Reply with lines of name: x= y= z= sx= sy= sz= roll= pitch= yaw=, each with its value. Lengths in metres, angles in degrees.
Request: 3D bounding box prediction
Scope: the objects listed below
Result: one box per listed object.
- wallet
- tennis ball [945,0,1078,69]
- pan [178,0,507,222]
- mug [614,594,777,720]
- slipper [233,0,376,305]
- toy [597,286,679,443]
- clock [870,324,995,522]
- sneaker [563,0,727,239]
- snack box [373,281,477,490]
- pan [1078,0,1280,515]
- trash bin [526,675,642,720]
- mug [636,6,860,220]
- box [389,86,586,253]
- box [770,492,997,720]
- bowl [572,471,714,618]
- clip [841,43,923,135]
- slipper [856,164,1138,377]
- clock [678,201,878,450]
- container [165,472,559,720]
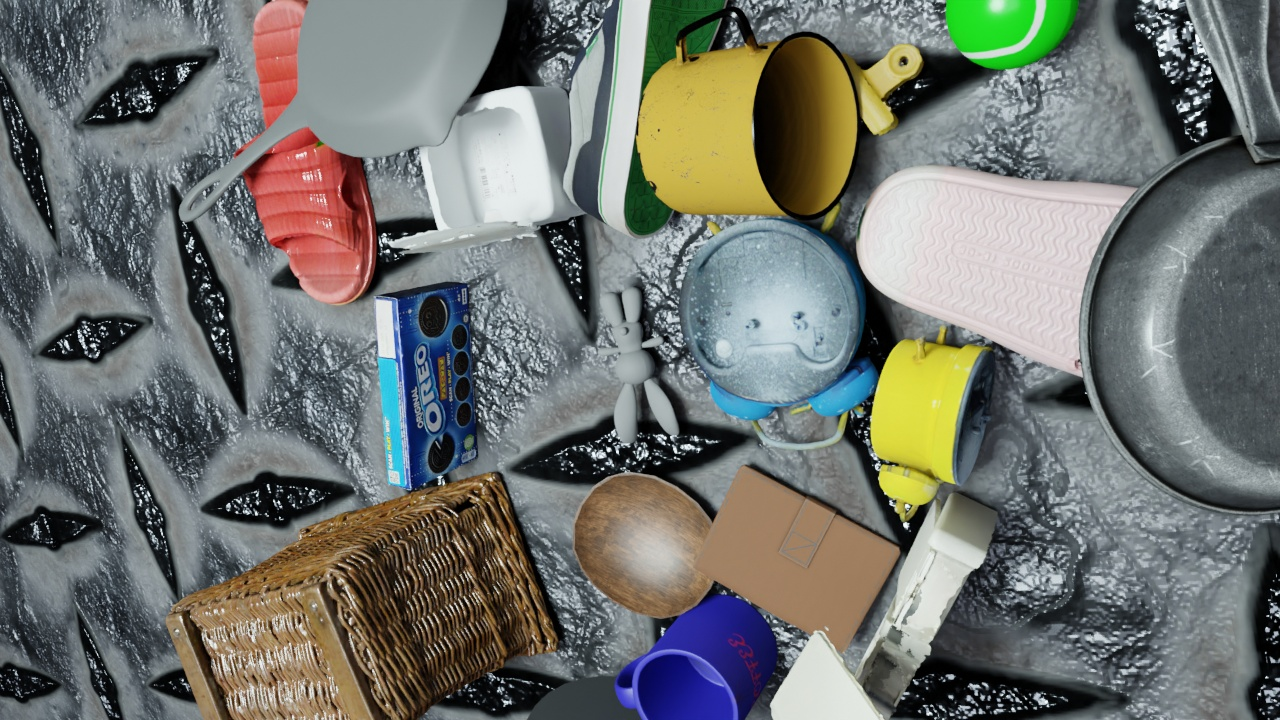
wallet: x=0.106 y=0.136 z=0.637 sx=0.121 sy=0.013 sz=0.087 roll=27 pitch=101 yaw=15
tennis ball: x=0.196 y=-0.188 z=0.485 sx=0.065 sy=0.065 sz=0.065 roll=7 pitch=106 yaw=25
pan: x=-0.227 y=-0.206 z=0.663 sx=0.355 sy=0.024 sz=0.216 roll=-33 pitch=66 yaw=20
mug: x=0.034 y=0.227 z=0.668 sx=0.111 sy=0.083 sz=0.079 roll=-16 pitch=95 yaw=30
slipper: x=-0.279 y=-0.165 z=0.739 sx=0.104 sy=0.059 sz=0.249 roll=-2 pitch=101 yaw=27
toy: x=-0.004 y=0.004 z=0.659 sx=0.049 sy=0.030 sz=0.111 roll=-11 pitch=93 yaw=14
clock: x=0.174 y=0.041 z=0.548 sx=0.057 sy=0.083 sz=0.119 roll=13 pitch=106 yaw=29
sneaker: x=-0.005 y=-0.201 z=0.579 sx=0.079 sy=0.084 sz=0.236 roll=27 pitch=116 yaw=32
snack box: x=-0.166 y=0.018 z=0.716 sx=0.027 sy=0.082 sz=0.150 roll=6 pitch=106 yaw=27
pan: x=0.296 y=-0.100 z=0.440 sx=0.187 sy=0.055 sz=0.357 roll=-7 pitch=95 yaw=-5
trash bin: x=-0.028 y=0.387 z=0.674 sx=0.218 sy=0.217 sz=0.228 roll=26 pitch=110 yaw=19
mug: x=0.056 y=-0.143 z=0.532 sx=0.094 sy=0.100 sz=0.124 roll=10 pitch=139 yaw=45
box: x=-0.115 y=-0.120 z=0.624 sx=0.109 sy=0.136 sz=0.121 roll=-5 pitch=100 yaw=30
box: x=0.138 y=0.153 z=0.535 sx=0.070 sy=0.186 sz=0.144 roll=27 pitch=107 yaw=20
bowl: x=0.006 y=0.135 z=0.688 sx=0.114 sy=0.026 sz=0.102 roll=31 pitch=102 yaw=13
clip: x=0.143 y=-0.166 z=0.546 sx=0.049 sy=0.045 sz=0.054 roll=-34 pitch=84 yaw=-12
slipper: x=0.231 y=-0.050 z=0.508 sx=0.222 sy=0.055 sz=0.107 roll=15 pitch=108 yaw=12
clock: x=0.090 y=-0.016 z=0.589 sx=0.117 sy=0.060 sz=0.161 roll=-2 pitch=104 yaw=27
container: x=-0.233 y=0.214 z=0.743 sx=0.251 sy=0.182 sz=0.162 roll=-19 pitch=92 yaw=30
